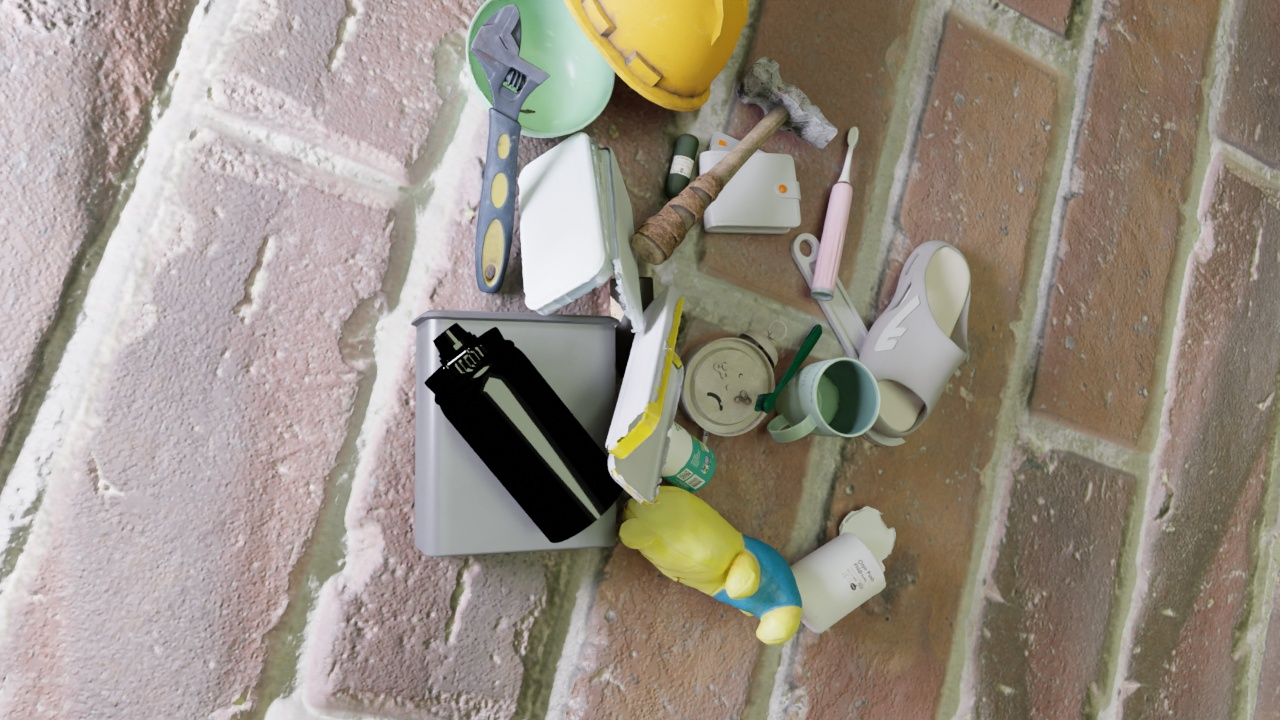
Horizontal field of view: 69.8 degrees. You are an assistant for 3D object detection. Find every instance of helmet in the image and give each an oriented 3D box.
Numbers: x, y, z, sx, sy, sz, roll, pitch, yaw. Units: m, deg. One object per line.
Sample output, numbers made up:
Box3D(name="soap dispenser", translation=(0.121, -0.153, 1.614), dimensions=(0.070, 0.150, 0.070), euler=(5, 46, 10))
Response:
Box3D(name="helmet", translation=(0.023, -0.391, 0.917), dimensions=(0.255, 0.132, 0.204), euler=(52, 38, -6))

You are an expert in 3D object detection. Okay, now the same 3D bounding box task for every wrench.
Box3D(name="wrench", translation=(0.243, -0.022, 1.076), dimensions=(0.086, 0.018, 0.273), euler=(-33, 97, -20))
Box3D(name="wrench", translation=(-0.134, -0.195, 0.877), dimensions=(0.073, 0.022, 0.274), euler=(5, 112, -12))

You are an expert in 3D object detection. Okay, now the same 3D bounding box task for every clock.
Box3D(name="clock", translation=(0.101, 0.013, 0.995), dimensions=(0.156, 0.061, 0.103), euler=(-44, 104, -11))

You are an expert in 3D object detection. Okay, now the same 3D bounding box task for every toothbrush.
Box3D(name="toothbrush", translation=(0.232, -0.175, 1.071), dimensions=(0.027, 0.026, 0.222), euler=(8, 73, 21))
Box3D(name="toothbrush", translation=(0.162, 0.006, 0.994), dimensions=(0.189, 0.017, 0.016), euler=(-45, 129, -51))

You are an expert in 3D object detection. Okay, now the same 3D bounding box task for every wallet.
Box3D(name="wallet", translation=(0.122, -0.203, 1.033), dimensions=(0.118, 0.038, 0.115), euler=(-2, 81, -21))

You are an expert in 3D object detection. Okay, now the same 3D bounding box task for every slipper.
Box3D(name="slipper", translation=(0.339, -0.036, 1.066), dimensions=(0.113, 0.081, 0.265), euler=(38, 65, -18))

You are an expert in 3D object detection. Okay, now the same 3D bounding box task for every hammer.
Box3D(name="hammer", translation=(0.093, -0.203, 0.967), dimensions=(0.121, 0.049, 0.317), euler=(43, 57, -2))

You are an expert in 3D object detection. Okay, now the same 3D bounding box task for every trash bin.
Box3D(name="trash bin", translation=(-0.121, 0.068, 0.885), dimensions=(0.191, 0.098, 0.219), euler=(1, 87, -21))

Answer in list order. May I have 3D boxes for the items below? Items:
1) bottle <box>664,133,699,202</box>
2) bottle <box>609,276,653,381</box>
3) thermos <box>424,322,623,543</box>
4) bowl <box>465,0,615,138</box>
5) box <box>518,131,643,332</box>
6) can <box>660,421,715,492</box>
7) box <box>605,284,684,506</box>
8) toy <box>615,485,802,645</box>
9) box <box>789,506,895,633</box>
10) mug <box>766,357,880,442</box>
Box3D(name="bottle", translation=(0.041, -0.197, 1.006), dimensions=(0.025, 0.025, 0.106), euler=(18, 79, -19))
Box3D(name="bottle", translation=(-0.006, 0.006, 0.962), dimensions=(0.045, 0.045, 0.184), euler=(-4, 94, -22))
Box3D(name="thermos", translation=(-0.107, 0.055, 0.792), dimensions=(0.086, 0.086, 0.198), euler=(-42, 103, -19))
Box3D(name="bowl", translation=(-0.107, -0.291, 0.927), dimensions=(0.150, 0.077, 0.151), euler=(2, 85, -21))
Box3D(name="box", translation=(-0.040, -0.113, 0.906), dimensions=(0.127, 0.106, 0.214), euler=(36, 35, -41))
Box3D(name="can", translation=(0.031, 0.094, 0.945), dimensions=(0.101, 0.055, 0.054), euler=(39, 71, -41))
Box3D(name="box", translation=(0.009, 0.026, 0.850), dimensions=(0.057, 0.209, 0.117), euler=(3, 129, 8))
Box3D(name="toy", translation=(0.070, 0.194, 0.922), dimensions=(0.214, 0.149, 0.084), euler=(37, 85, -11))
Box3D(name="box", translation=(0.230, 0.227, 1.020), dimensions=(0.166, 0.092, 0.083), euler=(-29, 92, -12))
Box3D(name="mug", translation=(0.187, 0.051, 1.001), dimensions=(0.111, 0.104, 0.084), euler=(-37, 99, -21))
